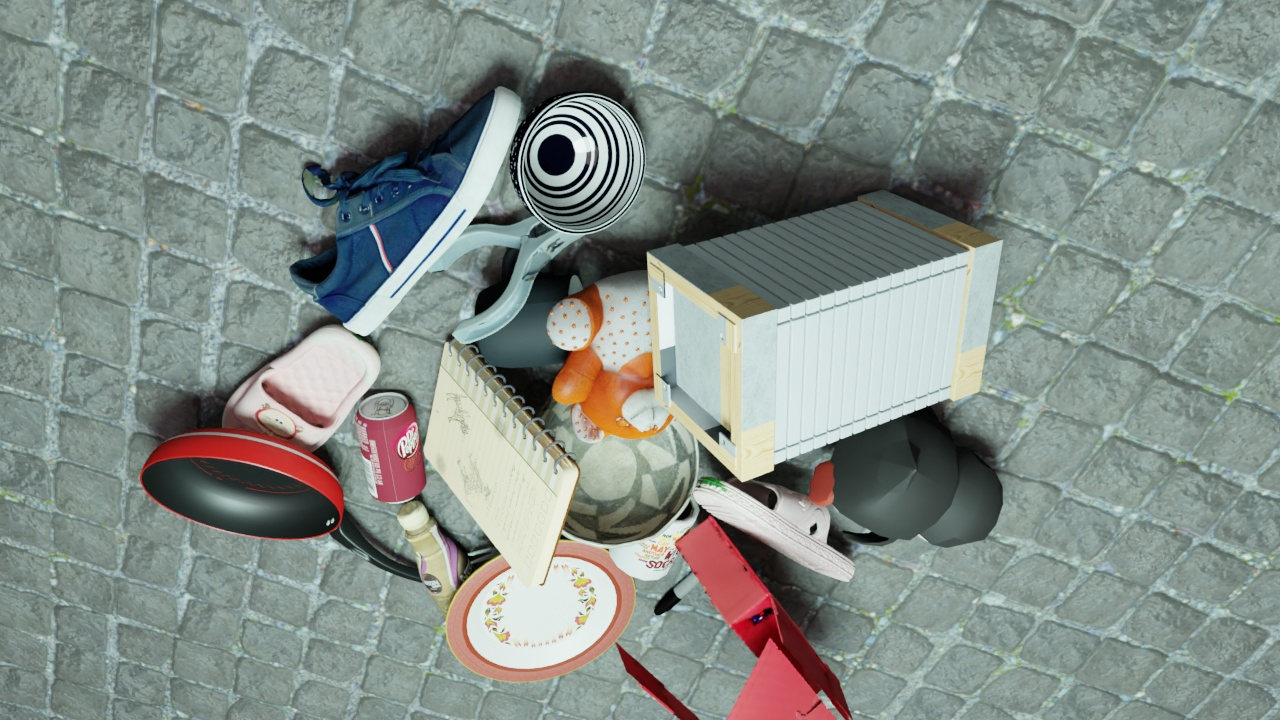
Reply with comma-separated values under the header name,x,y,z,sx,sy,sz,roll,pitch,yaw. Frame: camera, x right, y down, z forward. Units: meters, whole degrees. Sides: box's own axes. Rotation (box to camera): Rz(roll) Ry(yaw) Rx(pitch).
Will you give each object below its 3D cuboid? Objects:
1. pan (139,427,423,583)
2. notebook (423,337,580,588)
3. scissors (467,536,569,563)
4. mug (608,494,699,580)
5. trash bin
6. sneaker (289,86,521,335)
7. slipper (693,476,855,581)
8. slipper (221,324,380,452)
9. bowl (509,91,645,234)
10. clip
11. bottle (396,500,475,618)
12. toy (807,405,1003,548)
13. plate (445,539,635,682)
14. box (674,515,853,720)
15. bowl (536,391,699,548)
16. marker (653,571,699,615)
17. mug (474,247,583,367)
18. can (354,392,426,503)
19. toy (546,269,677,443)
name,x,y,z,sx,sy,sz,roll,pitch,yaw
pan,-0.379,0.173,1.046,0.356,0.067,0.209,31,138,-34
notebook,-0.148,0.096,0.922,0.024,0.225,0.168,-11,132,-40
scissors,-0.121,0.211,1.065,0.148,0.019,0.123,13,129,-22
mug,0.002,0.178,1.023,0.105,0.073,0.090,33,122,16
trash bin,0.150,-0.031,0.773,0.246,0.142,0.143,-17,123,-22
sneaker,-0.225,-0.151,0.826,0.127,0.120,0.295,33,122,-28
slipper,0.157,0.169,0.984,0.239,0.064,0.094,36,163,-35
slipper,-0.362,0.042,0.980,0.222,0.055,0.107,-36,113,24
bowl,-0.063,-0.177,0.808,0.120,0.066,0.120,-12,116,-26
clip,-0.143,-0.111,0.873,0.173,0.159,0.030,-45,149,-7
bottle,-0.236,0.237,1.082,0.060,0.059,0.166,-15,118,14
toy,0.291,0.127,0.921,0.184,0.140,0.159,24,84,-21
plate,-0.118,0.298,1.101,0.229,0.021,0.230,-8,123,-13
box,0.139,0.329,0.933,0.121,0.317,0.211,-22,132,16
bowl,-0.031,0.107,0.953,0.178,0.178,0.081,10,165,-1
marker,0.062,0.265,1.098,0.022,0.016,0.139,17,126,-42
mug,-0.107,-0.055,0.890,0.094,0.085,0.121,-6,92,9
can,-0.271,0.096,0.999,0.063,0.063,0.114,2,121,4
toy,-0.005,0.005,0.851,0.163,0.092,0.173,-12,126,-15
